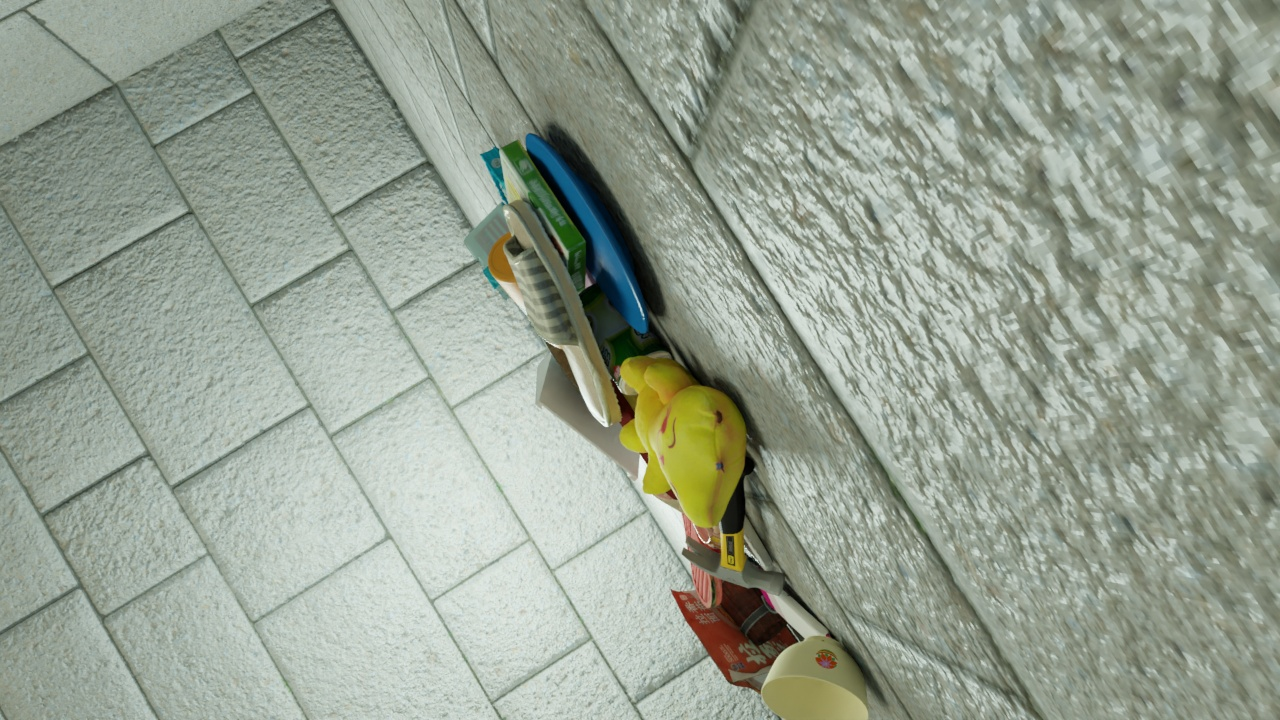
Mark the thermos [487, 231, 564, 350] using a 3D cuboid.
[{"bbox_3d":[-0.107,-0.081,1.184,0.076,0.091,0.233,37,171,31],"label":"thermos"}]

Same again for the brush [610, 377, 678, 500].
[{"bbox_3d":[0.032,0.075,1.048,0.173,0.082,0.042,56,138,17],"label":"brush"}]

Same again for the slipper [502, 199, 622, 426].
[{"bbox_3d":[-0.089,-0.042,0.980,0.273,0.054,0.114,67,170,-27],"label":"slipper"}]

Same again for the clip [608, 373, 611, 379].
[{"bbox_3d":[-0.024,0.021,1.185,0.151,0.105,0.127,46,168,10],"label":"clip"}]

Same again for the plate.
[{"bbox_3d":[-0.045,-0.128,0.907,0.224,0.024,0.224,57,173,11],"label":"plate"}]

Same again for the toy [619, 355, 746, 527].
[{"bbox_3d":[0.045,0.072,0.886,0.194,0.087,0.134,-142,51,-65],"label":"toy"}]

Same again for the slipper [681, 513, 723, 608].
[{"bbox_3d":[0.096,0.238,1.302,0.248,0.059,0.104,-102,10,-54],"label":"slipper"}]

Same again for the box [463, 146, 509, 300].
[{"bbox_3d":[-0.168,-0.182,1.296,0.227,0.086,0.169,52,135,42],"label":"box"}]

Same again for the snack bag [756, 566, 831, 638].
[{"bbox_3d":[0.197,0.321,1.158,0.070,0.016,0.196,61,167,-26],"label":"snack bag"}]

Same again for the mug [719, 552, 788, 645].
[{"bbox_3d":[0.160,0.334,1.313,0.111,0.081,0.118,50,146,30],"label":"mug"}]

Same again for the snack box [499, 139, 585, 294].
[{"bbox_3d":[-0.102,-0.143,0.988,0.132,0.027,0.168,57,169,10],"label":"snack box"}]

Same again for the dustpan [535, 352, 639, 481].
[{"bbox_3d":[-0.086,0.071,1.450,0.191,0.053,0.257,40,-157,-17],"label":"dustpan"}]

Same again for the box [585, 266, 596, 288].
[{"bbox_3d":[-0.087,-0.142,1.106,0.214,0.040,0.151,63,176,-30],"label":"box"}]

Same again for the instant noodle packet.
[{"bbox_3d":[0.137,0.410,1.352,0.220,0.084,0.164,24,-156,-50],"label":"instant noodle packet"}]

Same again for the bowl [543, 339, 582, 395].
[{"bbox_3d":[-0.070,0.002,1.359,0.162,0.070,0.162,53,-178,-4],"label":"bowl"}]

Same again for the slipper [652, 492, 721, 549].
[{"bbox_3d":[0.055,0.158,1.143,0.093,0.081,0.197,30,142,67],"label":"slipper"}]

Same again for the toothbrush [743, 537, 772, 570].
[{"bbox_3d":[0.142,0.250,1.286,0.017,0.012,0.187,47,178,-24],"label":"toothbrush"}]

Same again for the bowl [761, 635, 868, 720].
[{"bbox_3d":[0.202,0.356,1.038,0.118,0.118,0.073,63,-146,-34],"label":"bowl"}]

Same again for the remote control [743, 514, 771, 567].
[{"bbox_3d":[0.130,0.207,1.180,0.136,0.013,0.043,59,173,-9],"label":"remote control"}]

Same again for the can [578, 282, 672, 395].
[{"bbox_3d":[-0.022,-0.025,1.014,0.121,0.067,0.067,55,172,30],"label":"can"}]

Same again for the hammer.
[{"bbox_3d":[0.103,0.186,1.037,0.127,0.029,0.324,13,149,15],"label":"hammer"}]
